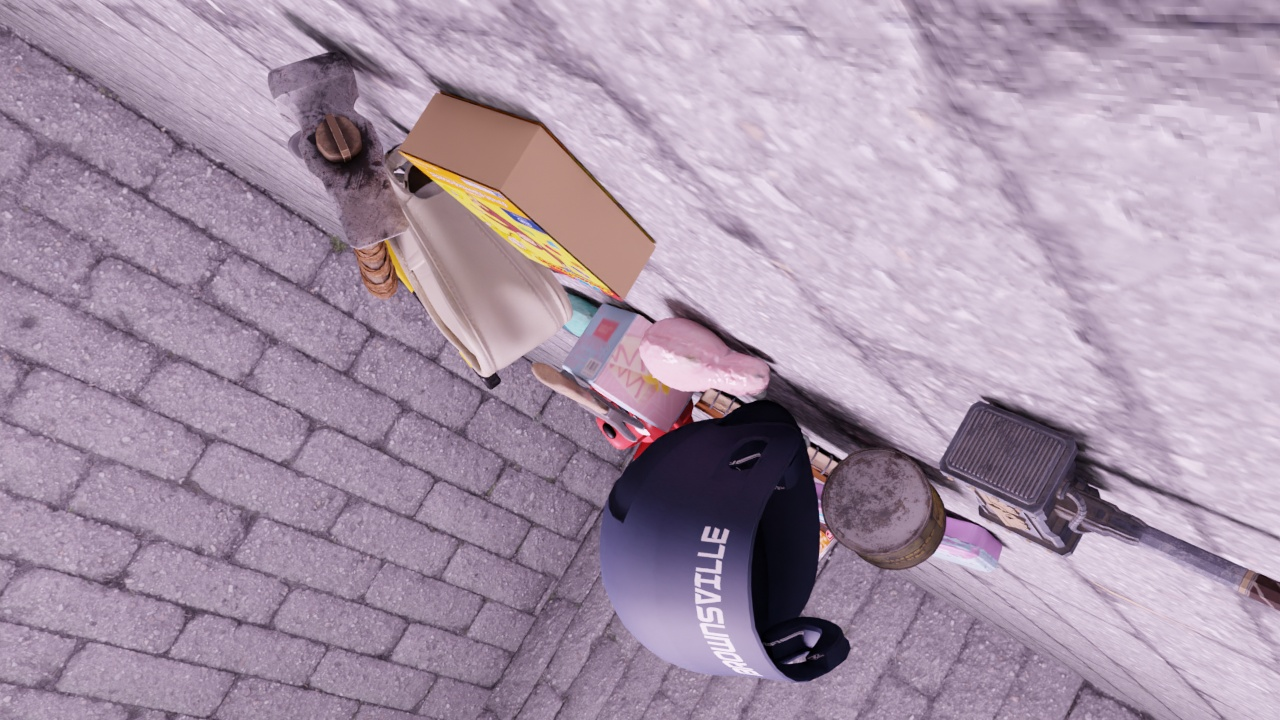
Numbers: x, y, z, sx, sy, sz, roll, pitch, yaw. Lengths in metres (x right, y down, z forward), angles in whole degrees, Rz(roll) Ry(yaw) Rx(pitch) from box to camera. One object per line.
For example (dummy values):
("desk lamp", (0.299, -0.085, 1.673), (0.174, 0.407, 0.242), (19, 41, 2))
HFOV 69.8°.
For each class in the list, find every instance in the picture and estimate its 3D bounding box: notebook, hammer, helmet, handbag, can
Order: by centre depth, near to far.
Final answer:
("hammer", (0.295, 0.110, 0.399), (0.322, 0.044, 0.098), (26, 173, 40))
("hammer", (-0.203, -0.099, 0.675), (0.121, 0.049, 0.319), (65, 165, 5))
("handbag", (-0.135, -0.098, 0.758), (0.184, 0.131, 0.229), (58, 165, -12))
("can", (0.206, 0.126, 0.774), (0.090, 0.090, 0.074), (27, 173, 34))
("helmet", (0.082, 0.158, 0.844), (0.224, 0.271, 0.232), (0, 111, 44))
("hammer", (-0.058, 0.031, 0.892), (0.119, 0.030, 0.331), (33, 175, 9))
("hammer", (-0.257, -0.099, 0.994), (0.324, 0.034, 0.170), (51, 171, 1))
("notebook", (0.168, 0.099, 1.080), (0.225, 0.024, 0.167), (30, 176, 3))

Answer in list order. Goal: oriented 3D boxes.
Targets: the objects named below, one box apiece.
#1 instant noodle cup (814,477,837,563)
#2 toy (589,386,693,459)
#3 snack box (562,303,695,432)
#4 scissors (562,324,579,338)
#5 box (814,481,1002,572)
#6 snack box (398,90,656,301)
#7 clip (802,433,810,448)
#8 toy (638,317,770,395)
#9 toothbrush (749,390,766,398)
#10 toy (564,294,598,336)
("instant noodle cup", (0.221, 0.197, 1.239), (0.122, 0.123, 0.123), (39, 177, 17))
("toy", (0.007, 0.057, 1.104), (0.158, 0.120, 0.197), (55, 173, 8))
("snack box", (-0.005, 0.005, 0.881), (0.094, 0.079, 0.093), (35, 175, -24))
("scissors", (-0.046, -0.020, 1.198), (0.136, 0.019, 0.138), (32, 174, -36))
("box", (0.267, 0.174, 0.969), (0.214, 0.033, 0.076), (10, 161, 44))
("snack box", (-0.061, -0.092, 0.526), (0.088, 0.040, 0.125), (27, 173, 36))
("clip", (0.150, 0.074, 0.961), (0.044, 0.023, 0.076), (28, 172, 47))
("toy", (0.052, 0.002, 0.724), (0.105, 0.053, 0.108), (19, 172, 11))
("toothbrush", (0.075, 0.016, 0.881), (0.022, 0.015, 0.155), (-5, -168, -25))
("toy", (-0.054, -0.041, 0.971), (0.085, 0.033, 0.105), (31, 171, 6))
